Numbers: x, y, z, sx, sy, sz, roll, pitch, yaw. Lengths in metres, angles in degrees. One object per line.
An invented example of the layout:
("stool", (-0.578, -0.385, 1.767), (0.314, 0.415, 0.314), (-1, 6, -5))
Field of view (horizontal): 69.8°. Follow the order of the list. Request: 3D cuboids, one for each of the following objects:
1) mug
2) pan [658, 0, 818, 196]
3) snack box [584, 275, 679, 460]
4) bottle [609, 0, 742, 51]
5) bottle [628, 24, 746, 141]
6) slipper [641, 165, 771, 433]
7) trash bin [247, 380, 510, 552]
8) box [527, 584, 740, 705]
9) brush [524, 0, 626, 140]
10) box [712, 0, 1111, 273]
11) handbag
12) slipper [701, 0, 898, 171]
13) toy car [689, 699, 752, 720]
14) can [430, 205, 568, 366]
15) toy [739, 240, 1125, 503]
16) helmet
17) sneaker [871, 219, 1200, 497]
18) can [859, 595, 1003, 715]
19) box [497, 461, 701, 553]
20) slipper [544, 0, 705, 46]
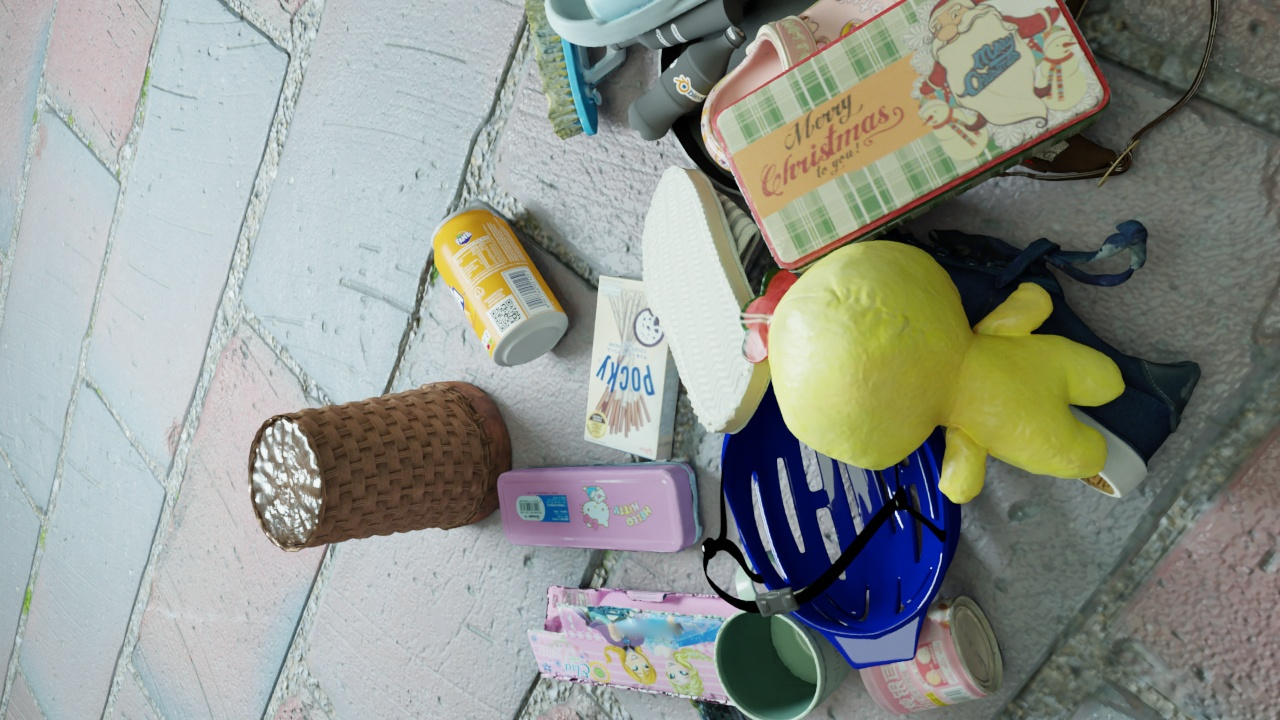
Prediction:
("mug", (0.110, 0.194, 0.674), (0.084, 0.103, 0.111), (-32, 75, 34))
("pan", (0.071, -0.275, 0.713), (0.356, 0.034, 0.226), (45, 118, 25))
("snack box", (-0.005, 0.005, 0.795), (0.082, 0.026, 0.150), (11, 99, 35))
("bottle", (0.023, -0.259, 0.709), (0.113, 0.030, 0.030), (-3, 91, 37))
("bottle", (0.036, -0.213, 0.700), (0.110, 0.036, 0.036), (-36, 72, 34))
("slipper", (0.049, -0.052, 0.663), (0.272, 0.054, 0.115), (-105, 27, -53))
("trash bin", (-0.249, 0.101, 0.871), (0.151, 0.209, 0.151), (3, 95, 37))
("box", (-0.005, 0.234, 0.769), (0.231, 0.076, 0.084), (-7, 70, 37))
("brush", (-0.051, -0.262, 0.795), (0.075, 0.055, 0.136), (-12, 86, 15))
("box", (0.154, -0.144, 0.545), (0.206, 0.050, 0.117), (-26, 80, 21))
("handbag", (0.268, -0.190, 0.560), (0.138, 0.063, 0.166), (19, 103, 24))
("slipper", (0.112, -0.194, 0.620), (0.198, 0.081, 0.093), (-29, 78, 36))
("toy car", (0.071, 0.293, 0.756), (0.039, 0.027, 0.089), (-46, 51, 21))
("can", (-0.133, -0.069, 0.852), (0.079, 0.079, 0.142), (-45, 67, 30))
("toy", (0.158, 0.001, 0.510), (0.207, 0.092, 0.133), (20, 75, 2))
("helmet", (0.113, 0.079, 0.588), (0.148, 0.227, 0.241), (-21, 78, 28))
("sneaker", (0.218, -0.052, 0.592), (0.294, 0.120, 0.127), (40, 93, 25))
("can", (0.198, 0.204, 0.632), (0.076, 0.067, 0.067), (-29, 76, 34))
("box", (-0.041, 0.131, 0.827), (0.215, 0.036, 0.076), (-7, 93, 37))
("slipper", (0.028, -0.311, 0.659), (0.246, 0.074, 0.103), (-10, 61, 33))
